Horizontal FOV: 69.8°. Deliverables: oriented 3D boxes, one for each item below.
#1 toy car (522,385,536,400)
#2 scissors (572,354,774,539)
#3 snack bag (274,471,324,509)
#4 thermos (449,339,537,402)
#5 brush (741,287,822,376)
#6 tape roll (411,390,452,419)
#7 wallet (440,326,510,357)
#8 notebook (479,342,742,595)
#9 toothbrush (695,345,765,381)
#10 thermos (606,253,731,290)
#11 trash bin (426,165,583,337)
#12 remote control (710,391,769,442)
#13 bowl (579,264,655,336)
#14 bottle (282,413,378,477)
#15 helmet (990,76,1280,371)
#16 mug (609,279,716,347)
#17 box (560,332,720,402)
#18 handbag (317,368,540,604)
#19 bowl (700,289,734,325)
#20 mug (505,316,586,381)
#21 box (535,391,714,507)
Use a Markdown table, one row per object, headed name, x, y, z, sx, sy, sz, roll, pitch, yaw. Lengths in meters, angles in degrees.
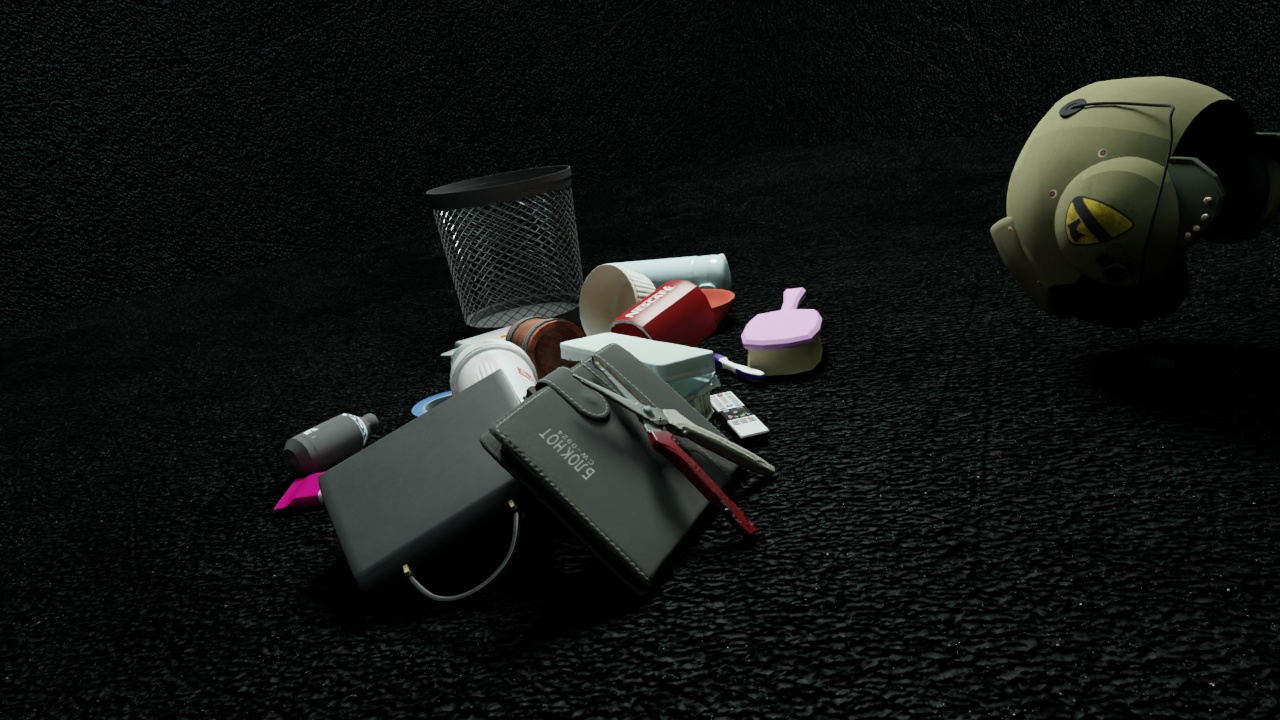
| name | x | y | z | sx | sy | sz | roll | pitch | yaw |
| --- | --- | --- | --- | --- | --- | --- | --- | --- | --- |
| toy car | -0.053 | 0.041 | 0.788 | 0.092 | 0.037 | 0.040 | 17 | 5 | -21 |
| scissors | 0.039 | 0.067 | 0.735 | 0.179 | 0.015 | 0.198 | 10 | 36 | -45 |
| snack bag | -0.254 | 0.115 | 0.904 | 0.196 | 0.016 | 0.070 | -9 | 18 | 1 |
| thermos | -0.141 | 0.049 | 0.945 | 0.099 | 0.099 | 0.220 | -13 | 22 | -12 |
| brush | 0.179 | -0.039 | 1.113 | 0.089 | 0.043 | 0.228 | -4 | 18 | 17 |
| tape roll | -0.220 | 0.057 | 1.070 | 0.091 | 0.016 | 0.093 | -9 | 17 | 4 |
| wallet | -0.210 | -0.016 | 1.266 | 0.115 | 0.037 | 0.118 | -19 | 16 | -27 |
| notebook | -0.013 | 0.070 | 0.726 | 0.030 | 0.169 | 0.208 | -50 | -6 | 29 |
| toothbrush | 0.094 | 0.002 | 1.075 | 0.015 | 0.016 | 0.187 | -19 | 20 | -21 |
| thermos | 0.040 | -0.126 | 1.434 | 0.207 | 0.065 | 0.077 | -2 | 42 | 24 |
| trash bin | -0.194 | -0.164 | 1.408 | 0.218 | 0.227 | 0.217 | -9 | 17 | 3 |
| remote control | 0.095 | 0.056 | 0.907 | 0.028 | 0.012 | 0.124 | -12 | 17 | -8 |
| bowl | -0.022 | -0.072 | 1.233 | 0.062 | 0.115 | 0.115 | -5 | 10 | -43 |
| bottle | -0.330 | 0.086 | 0.987 | 0.047 | 0.047 | 0.112 | 2 | 21 | 34 |
| helmet | 0.459 | -0.132 | 0.858 | 0.249 | 0.256 | 0.233 | -18 | 22 | -30 |
| mug | 0.017 | -0.040 | 1.114 | 0.096 | 0.080 | 0.117 | -38 | 23 | -30 |
| box | -0.005 | 0.003 | 0.912 | 0.083 | 0.067 | 0.199 | -42 | 27 | -23 |
| handbag | -0.143 | 0.116 | 0.707 | 0.175 | 0.072 | 0.196 | -31 | 32 | -8 |
| bowl | 0.072 | -0.066 | 1.273 | 0.122 | 0.035 | 0.122 | -9 | 17 | 3 |
| mug | -0.105 | -0.015 | 1.156 | 0.117 | 0.081 | 0.111 | 2 | 7 | -26 |
| box | -0.015 | 0.073 | 0.855 | 0.118 | 0.050 | 0.205 | -5 | 17 | 24 |
